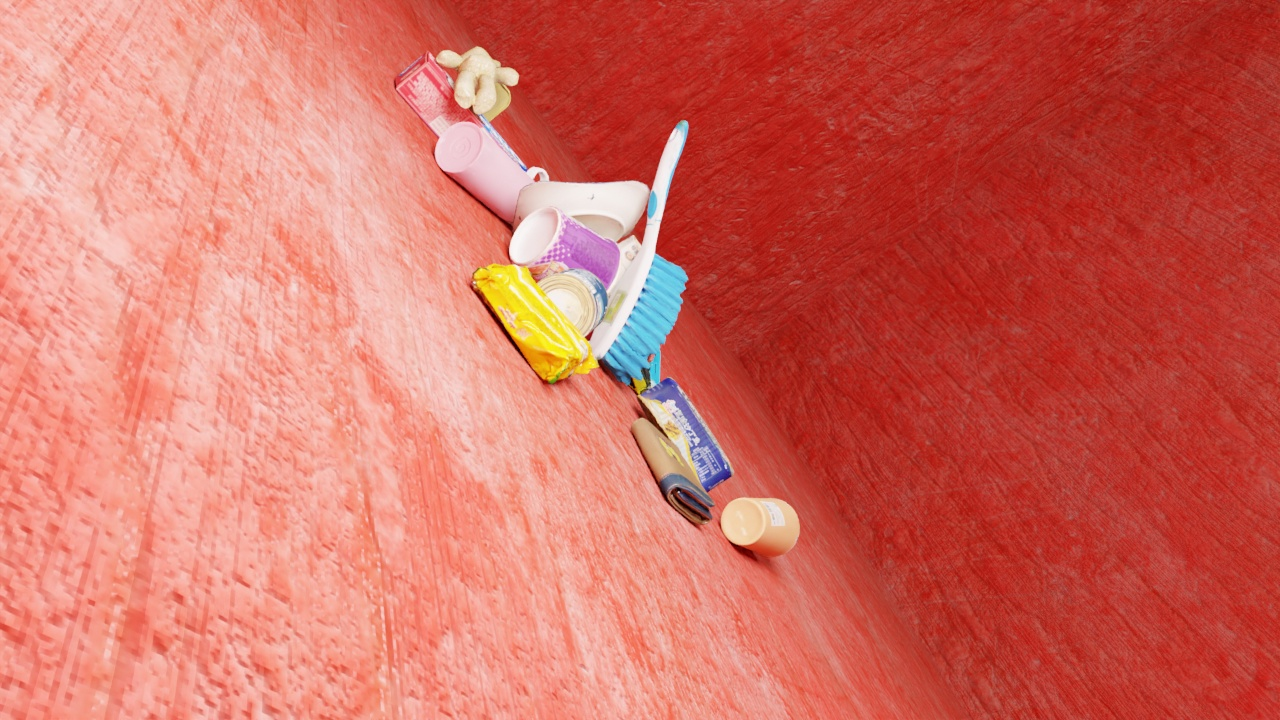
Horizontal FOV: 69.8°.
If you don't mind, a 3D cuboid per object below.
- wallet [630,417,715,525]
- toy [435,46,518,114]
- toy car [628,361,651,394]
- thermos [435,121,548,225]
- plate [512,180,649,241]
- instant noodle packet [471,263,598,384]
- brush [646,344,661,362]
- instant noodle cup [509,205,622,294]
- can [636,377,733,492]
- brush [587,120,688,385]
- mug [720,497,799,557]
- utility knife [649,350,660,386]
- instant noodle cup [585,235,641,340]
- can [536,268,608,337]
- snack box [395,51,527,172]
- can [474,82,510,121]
[{"bbox_3d":[0.036,0.124,1.028,0.090,0.033,0.115,45,8,-42],"label":"wallet"},{"bbox_3d":[-0.208,-0.354,1.160,0.105,0.066,0.157,7,33,-13],"label":"toy"},{"bbox_3d":[-0.007,0.007,1.212,0.105,0.032,0.048,71,13,-50],"label":"toy car"},{"bbox_3d":[-0.171,-0.230,1.144,0.067,0.087,0.198,20,-6,26],"label":"thermos"},{"bbox_3d":[-0.076,-0.174,1.156,0.164,0.164,0.034,123,-38,-68],"label":"plate"},{"bbox_3d":[-0.098,-0.034,0.871,0.128,0.044,0.110,51,14,5],"label":"instant noodle packet"},{"bbox_3d":[-0.002,-0.031,1.352,0.069,0.063,0.145,40,10,-5],"label":"brush"},{"bbox_3d":[-0.094,-0.123,1.087,0.099,0.112,0.111,34,19,-41],"label":"instant noodle cup"},{"bbox_3d":[0.055,0.093,1.132,0.148,0.049,0.075,57,-8,6],"label":"can"},{"bbox_3d":[0.018,-0.129,1.121,0.109,0.314,0.060,30,-5,-30],"label":"brush"},{"bbox_3d":[0.151,0.211,1.180,0.078,0.078,0.122,57,13,25],"label":"mug"},{"bbox_3d":[0.019,0.017,1.401,0.034,0.018,0.182,52,15,-20],"label":"utility knife"},{"bbox_3d":[-0.036,-0.095,1.202,0.116,0.124,0.116,52,9,-12],"label":"instant noodle cup"},{"bbox_3d":[-0.078,-0.059,0.983,0.075,0.075,0.111,53,8,-4],"label":"can"},{"bbox_3d":[-0.229,-0.299,1.200,0.207,0.058,0.057,49,12,-33],"label":"snack box"},{"bbox_3d":[-0.234,-0.362,1.284,0.057,0.102,0.083,49,8,-26],"label":"can"}]
